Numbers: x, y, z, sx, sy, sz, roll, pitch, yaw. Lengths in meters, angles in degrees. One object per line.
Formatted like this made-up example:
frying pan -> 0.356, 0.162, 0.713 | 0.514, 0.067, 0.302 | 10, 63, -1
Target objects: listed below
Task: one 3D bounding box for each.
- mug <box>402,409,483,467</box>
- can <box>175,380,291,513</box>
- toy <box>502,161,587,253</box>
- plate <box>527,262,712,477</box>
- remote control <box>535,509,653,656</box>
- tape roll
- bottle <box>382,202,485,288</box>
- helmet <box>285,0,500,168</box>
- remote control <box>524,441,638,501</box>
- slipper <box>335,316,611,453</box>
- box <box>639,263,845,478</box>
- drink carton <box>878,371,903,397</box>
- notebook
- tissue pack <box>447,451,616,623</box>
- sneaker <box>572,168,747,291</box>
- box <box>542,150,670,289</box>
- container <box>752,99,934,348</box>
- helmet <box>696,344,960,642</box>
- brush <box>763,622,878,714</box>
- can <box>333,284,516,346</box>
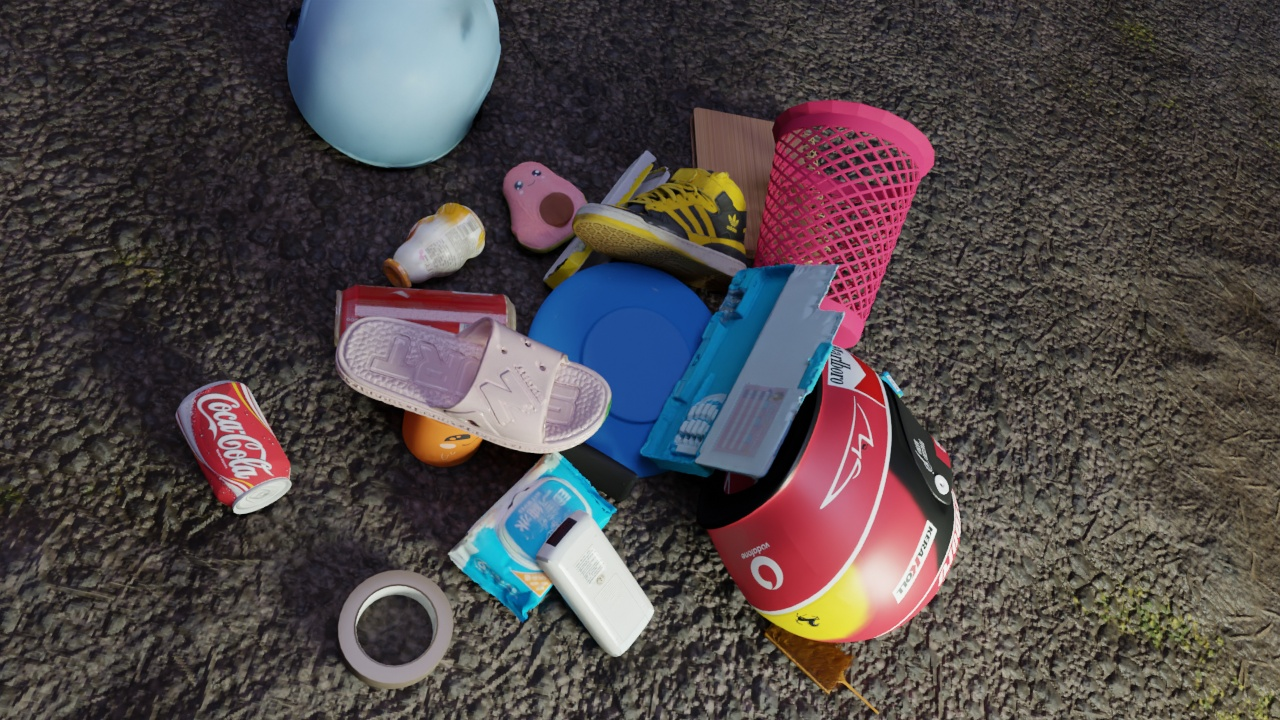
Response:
mug -> -0.165, 0.036, 0.856 | 0.077, 0.096, 0.112 | 46, 58, 9
can -> -0.350, 0.074, 0.793 | 0.064, 0.064, 0.104 | -27, 74, -29
toy -> -0.111, -0.172, 1.011 | 0.090, 0.051, 0.110 | -37, 65, -6
plate -> -0.006, 0.005, 0.933 | 0.224, 0.024, 0.224 | 4, 78, -20
remote control -> -0.038, 0.199, 0.814 | 0.060, 0.025, 0.138 | -46, 119, -30
tape roll -> -0.208, 0.227, 0.778 | 0.093, 0.030, 0.093 | 8, 61, -15
bottle -> -0.212, -0.114, 0.941 | 0.063, 0.063, 0.108 | 43, 58, 7
helmet -> -0.262, -0.347, 0.995 | 0.225, 0.167, 0.265 | 20, 67, -19
remote control -> -0.075, 0.091, 0.889 | 0.152, 0.041, 0.020 | 28, 33, -2
slipper -> -0.139, 0.012, 0.782 | 0.239, 0.065, 0.094 | 15, 59, -9
box -> 0.107, 0.006, 0.863 | 0.039, 0.182, 0.226 | 39, 71, -28
drink carton -> 0.231, 0.054, 1.013 | 0.128, 0.044, 0.038 | -23, 72, -29
notebook -> 0.149, -0.217, 1.143 | 0.169, 0.022, 0.210 | 7, 61, -15
tissue pack -> -0.094, 0.153, 0.837 | 0.093, 0.062, 0.144 | 41, 58, 4
sneaker -> 0.032, -0.159, 0.979 | 0.238, 0.086, 0.122 | 17, 74, -44
box -> -0.034, -0.150, 1.022 | 0.044, 0.066, 0.209 | 42, 56, -16
container -> 0.207, -0.139, 1.020 | 0.183, 0.183, 0.225 | 20, 77, -8
helmet -> 0.186, 0.131, 0.861 | 0.224, 0.198, 0.270 | 36, 46, -16
brush -> 0.180, 0.290, 0.883 | 0.126, 0.017, 0.048 | 42, 58, 6
can -> -0.210, -0.036, 0.898 | 0.170, 0.067, 0.067 | 3, 62, -18
